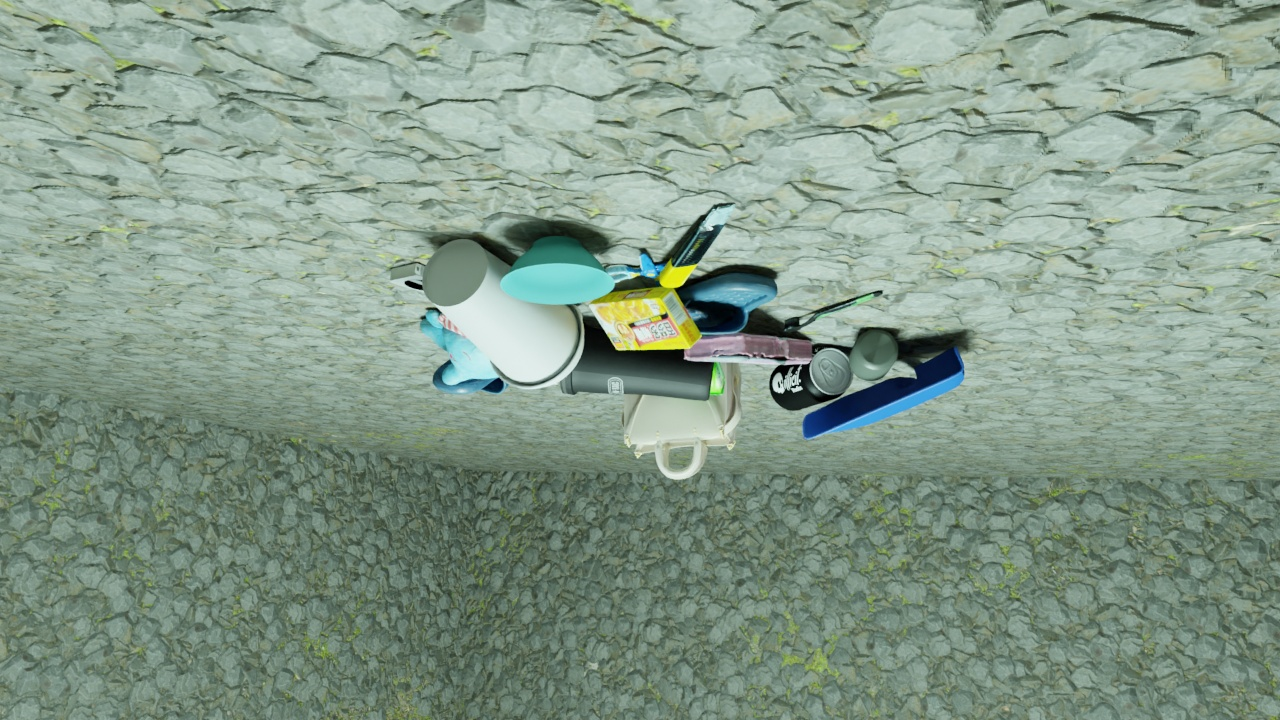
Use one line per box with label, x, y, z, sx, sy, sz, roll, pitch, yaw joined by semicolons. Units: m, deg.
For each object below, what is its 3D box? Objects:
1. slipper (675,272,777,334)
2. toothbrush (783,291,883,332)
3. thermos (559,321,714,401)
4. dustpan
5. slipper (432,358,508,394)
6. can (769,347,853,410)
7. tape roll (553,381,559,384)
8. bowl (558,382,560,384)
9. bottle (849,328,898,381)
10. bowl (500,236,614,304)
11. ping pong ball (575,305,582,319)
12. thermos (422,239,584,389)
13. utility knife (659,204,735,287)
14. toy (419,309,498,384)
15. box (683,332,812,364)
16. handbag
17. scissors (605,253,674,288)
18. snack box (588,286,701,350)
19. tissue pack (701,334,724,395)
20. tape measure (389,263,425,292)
slipper;0.092;-0.059;1.118;0.103;0.059;0.214;7;166;-25
toothbrush;0.240;-0.064;1.162;0.014;0.017;0.188;6;165;-28
thermos;-0.008;0.008;1.300;0.219;0.105;0.106;7;168;7
dustpan;0.391;0.044;1.361;0.246;0.059;0.257;-29;162;31
slipper;-0.254;0.019;1.446;0.104;0.059;0.213;14;-161;18
can;0.260;0.029;1.409;0.080;0.080;0.146;7;167;-15
tape roll;-0.125;-0.013;1.307;0.019;0.094;0.094;3;168;5
bowl;-0.097;0.007;1.446;0.147;0.068;0.147;4;168;1
bottle;0.324;-0.004;1.285;0.060;0.060;0.108;2;167;7
bowl;-0.089;-0.102;0.988;0.121;0.046;0.121;-2;164;-1
ping pong ball;-0.098;-0.057;1.225;0.040;0.040;0.040;4;168;1
thermos;-0.162;-0.056;1.087;0.132;0.131;0.222;-1;159;22
utility knife;0.057;-0.117;0.943;0.028;0.020;0.198;1;164;-15
toy;-0.252;-0.018;1.326;0.181;0.114;0.183;10;162;35
box;0.153;-0.011;1.261;0.098;0.041;0.232;-5;176;31
handbag;0.061;0.092;1.436;0.195;0.197;0.101;-7;150;22
scissors;0.005;-0.103;1.054;0.125;0.016;0.125;-3;167;8
snack box;0.003;-0.050;1.122;0.152;0.025;0.075;0;128;54
tissue pack;0.068;0.004;1.360;0.100;0.034;0.114;-1;132;25
tape measure;-0.268;-0.101;1.133;0.064;0.016;0.065;-6;164;39
